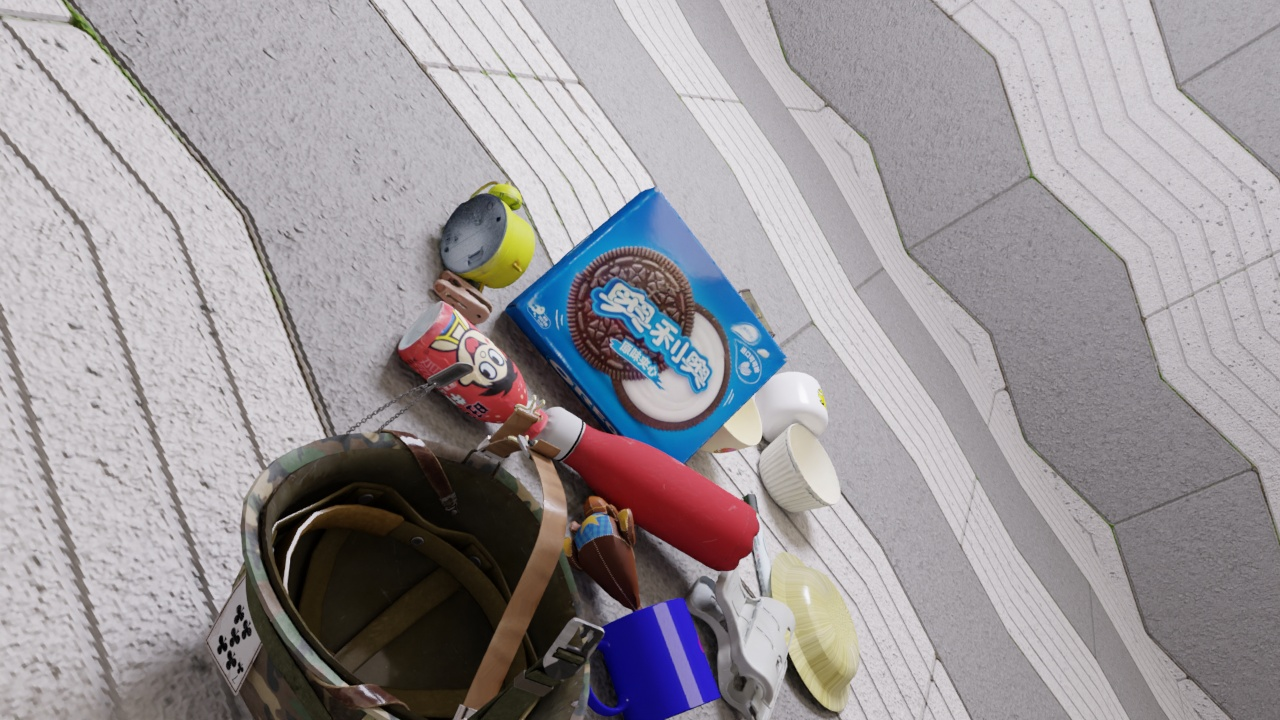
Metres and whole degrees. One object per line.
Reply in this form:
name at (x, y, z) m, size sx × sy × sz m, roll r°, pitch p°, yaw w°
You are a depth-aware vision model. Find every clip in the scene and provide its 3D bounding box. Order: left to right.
clip at (-0.165, -0.057, 0.847) m, size 0.061 × 0.026 × 0.049 m, roll 60°, pitch 28°, yaw 8°
clip at (0.112, 0.271, 0.910) m, size 0.150 × 0.089 × 0.125 m, roll 65°, pitch 24°, yaw -8°

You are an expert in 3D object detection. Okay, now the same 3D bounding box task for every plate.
plate at (0.213, 0.303, 1.056) m, size 0.184 × 0.036 × 0.184 m, roll 46°, pitch 29°, yaw -34°

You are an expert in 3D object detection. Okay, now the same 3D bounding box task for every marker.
marker at (0.139, 0.220, 1.066) m, size 0.017 × 0.017 × 0.146 m, roll 34°, pitch 36°, yaw -38°

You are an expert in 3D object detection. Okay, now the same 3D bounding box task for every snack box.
snack box at (0.011, -0.025, 0.942) m, size 0.239 × 0.195 × 0.056 m, roll 51°, pitch -17°, yaw -12°

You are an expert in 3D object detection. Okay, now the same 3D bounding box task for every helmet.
helmet at (-0.112, 0.128, 0.496) m, size 0.224 × 0.237 × 0.192 m, roll 51°, pitch 21°, yaw -35°

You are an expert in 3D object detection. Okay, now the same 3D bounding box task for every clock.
clock at (-0.148, -0.124, 0.882) m, size 0.057 × 0.083 × 0.119 m, roll 28°, pitch 42°, yaw -52°

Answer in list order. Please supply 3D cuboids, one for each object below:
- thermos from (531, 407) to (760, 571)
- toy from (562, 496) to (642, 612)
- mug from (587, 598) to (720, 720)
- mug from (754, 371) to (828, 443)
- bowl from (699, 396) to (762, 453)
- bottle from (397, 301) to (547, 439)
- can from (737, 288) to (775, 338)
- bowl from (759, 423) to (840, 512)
thermos at (0.003, 0.117, 0.869) m, size 0.240 × 0.073 × 0.073 m, roll 33°, pitch 34°, yaw -18°
toy at (-0.022, 0.173, 0.814) m, size 0.103 × 0.071 × 0.090 m, roll 61°, pitch 7°, yaw -12°
mug at (0.001, 0.252, 0.746) m, size 0.111 × 0.079 × 0.083 m, roll -7°, pitch 65°, yaw -33°
mug at (0.208, 0.075, 1.257) m, size 0.116 × 0.094 × 0.068 m, roll 62°, pitch 18°, yaw -47°
bowl at (0.076, 0.062, 1.064) m, size 0.118 × 0.074 × 0.117 m, roll 39°, pitch 32°, yaw -31°
bottle at (-0.136, 0.016, 0.777) m, size 0.137 × 0.062 × 0.061 m, roll 43°, pitch 30°, yaw -24°
can at (0.126, -0.045, 1.242) m, size 0.089 × 0.090 × 0.074 m, roll -11°, pitch 72°, yaw -61°
bowl at (0.202, 0.147, 1.196) m, size 0.115 × 0.063 × 0.115 m, roll 40°, pitch 32°, yaw -31°
